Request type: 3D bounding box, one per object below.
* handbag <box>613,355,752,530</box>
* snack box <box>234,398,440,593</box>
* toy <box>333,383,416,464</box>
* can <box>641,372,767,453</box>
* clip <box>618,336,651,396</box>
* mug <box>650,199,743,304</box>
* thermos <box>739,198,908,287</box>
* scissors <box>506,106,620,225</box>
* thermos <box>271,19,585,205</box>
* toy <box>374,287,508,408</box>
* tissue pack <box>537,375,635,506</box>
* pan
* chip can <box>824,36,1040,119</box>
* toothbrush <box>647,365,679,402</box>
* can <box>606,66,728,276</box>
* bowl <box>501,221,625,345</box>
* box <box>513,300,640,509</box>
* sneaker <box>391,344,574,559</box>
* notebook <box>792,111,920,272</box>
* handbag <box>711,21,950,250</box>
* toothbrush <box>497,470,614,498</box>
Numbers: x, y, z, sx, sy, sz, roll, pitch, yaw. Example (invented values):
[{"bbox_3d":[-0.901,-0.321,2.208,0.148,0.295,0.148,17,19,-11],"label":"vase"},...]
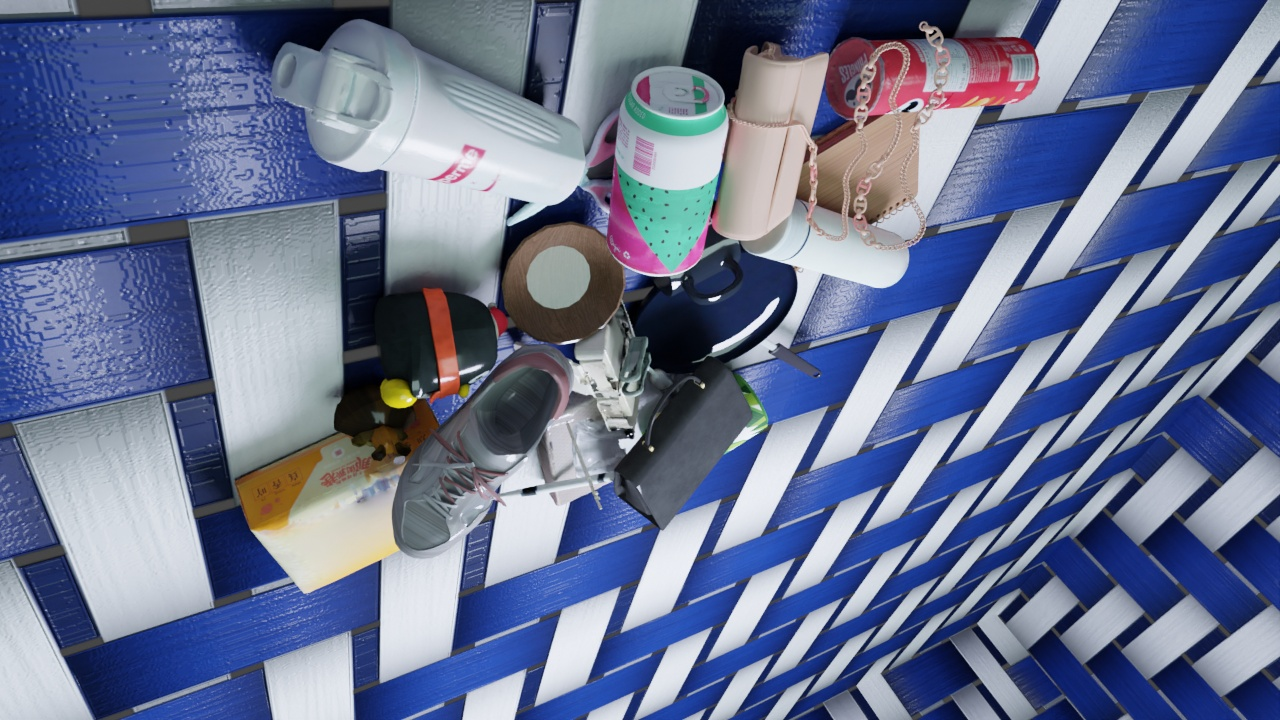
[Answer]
[{"bbox_3d":[0.040,0.075,1.010,0.175,0.072,0.196,-50,158,-13],"label":"handbag"},{"bbox_3d":[-0.276,0.141,0.919,0.195,0.080,0.145,-26,144,-15],"label":"snack box"},{"bbox_3d":[-0.238,0.063,0.840,0.076,0.100,0.063,-6,130,-34],"label":"toy"},{"bbox_3d":[0.081,0.085,1.156,0.144,0.083,0.083,-31,146,-5],"label":"can"},{"bbox_3d":[-0.005,0.007,0.924,0.023,0.076,0.047,-4,121,13],"label":"clip"},{"bbox_3d":[0.055,-0.098,0.887,0.077,0.105,0.071,-28,151,-11],"label":"mug"},{"bbox_3d":[0.199,-0.125,0.974,0.229,0.068,0.068,6,129,-44],"label":"thermos"},{"bbox_3d":[-0.040,-0.157,0.815,0.172,0.014,0.159,-36,146,1],"label":"scissors"},{"bbox_3d":[-0.136,-0.168,0.650,0.220,0.099,0.099,6,129,-49],"label":"thermos"},{"bbox_3d":[-0.171,-0.015,0.799,0.119,0.100,0.097,-9,-176,-16],"label":"toy"},{"bbox_3d":[-0.064,0.097,1.066,0.103,0.071,0.182,-22,141,-17],"label":"tissue pack"},{"bbox_3d":[0.128,-0.033,1.079,0.199,0.021,0.356,-39,143,21],"label":"pan"},{"bbox_3d":[0.291,-0.280,0.897,0.232,0.073,0.073,-13,141,-30],"label":"chip can"},{"bbox_3d":[0.024,0.023,1.050,0.022,0.024,0.185,-18,161,8],"label":"toothbrush"},{"bbox_3d":[0.021,-0.155,0.777,0.088,0.088,0.166,-19,143,-23],"label":"can"},{"bbox_3d":[-0.074,-0.074,0.850,0.117,0.030,0.118,-8,115,-18],"label":"bowl"},{"bbox_3d":[-0.069,0.037,0.921,0.101,0.193,0.144,-3,142,14],"label":"box"},{"bbox_3d":[-0.147,0.084,0.821,0.236,0.099,0.089,-53,-178,0],"label":"sneaker"},{"bbox_3d":[0.212,-0.179,0.999,0.210,0.022,0.169,-32,146,-5],"label":"notebook"},{"bbox_3d":[0.162,-0.185,0.776,0.116,0.187,0.199,-47,151,-58],"label":"handbag"},{"bbox_3d":[-0.118,0.151,1.065,0.187,0.012,0.017,-11,154,4],"label":"toothbrush"}]
